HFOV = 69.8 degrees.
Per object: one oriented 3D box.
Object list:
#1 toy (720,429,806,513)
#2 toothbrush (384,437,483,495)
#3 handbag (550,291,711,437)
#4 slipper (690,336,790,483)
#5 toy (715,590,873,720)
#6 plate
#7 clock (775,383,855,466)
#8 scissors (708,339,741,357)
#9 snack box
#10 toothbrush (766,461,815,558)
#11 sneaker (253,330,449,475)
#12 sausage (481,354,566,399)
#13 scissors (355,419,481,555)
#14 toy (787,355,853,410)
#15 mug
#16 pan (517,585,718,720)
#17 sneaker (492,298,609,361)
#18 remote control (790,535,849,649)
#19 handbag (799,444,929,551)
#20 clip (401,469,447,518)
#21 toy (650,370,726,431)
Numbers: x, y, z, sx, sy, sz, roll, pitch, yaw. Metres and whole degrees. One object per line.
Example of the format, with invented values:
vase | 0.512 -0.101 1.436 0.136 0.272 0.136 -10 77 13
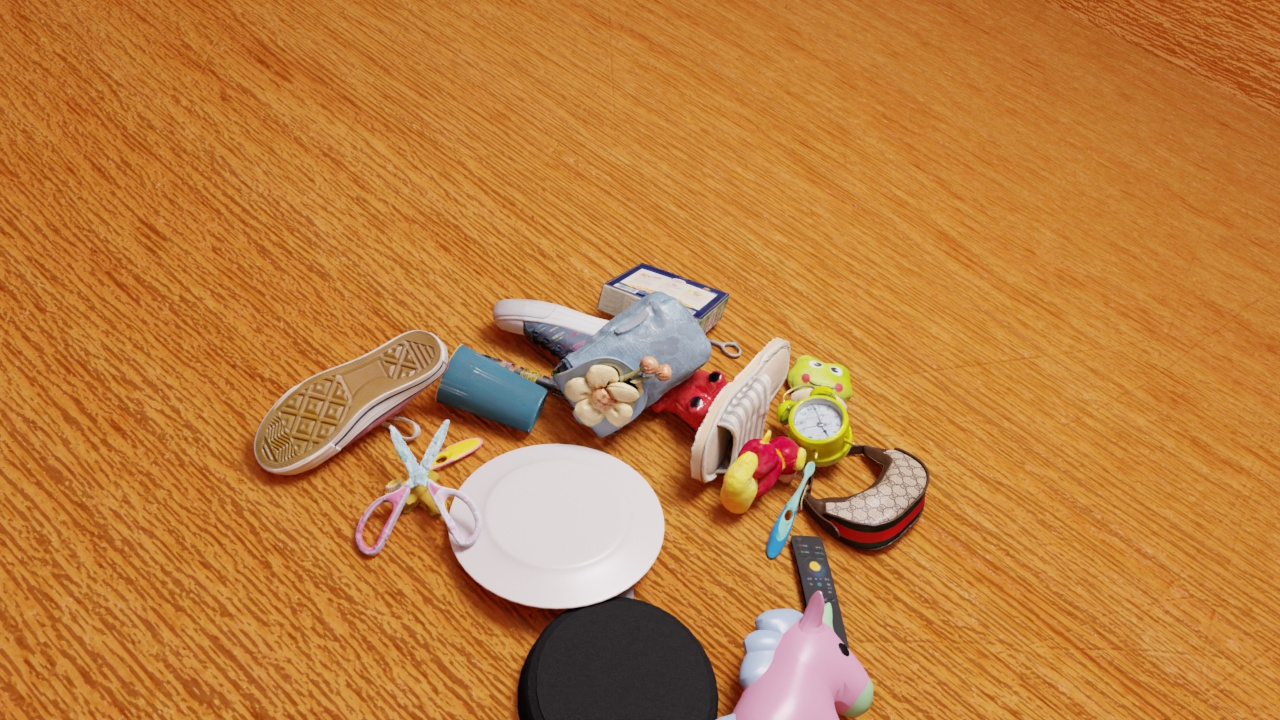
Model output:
toy | 0.146 0.128 1.115 0.067 0.106 0.137 34 39 32
toothbrush | -0.239 0.121 1.071 0.135 0.016 0.021 -30 57 -34
handbag | -0.007 0.007 1.123 0.192 0.118 0.122 -35 103 -3
slipper | 0.140 0.060 1.168 0.054 0.115 0.271 20 38 21
toy | 0.140 0.342 0.915 0.221 0.120 0.171 -16 64 -29
plate | -0.093 0.174 1.032 0.242 0.016 0.242 4 39 -3
clock | 0.223 0.080 1.181 0.083 0.057 0.119 -23 50 -3
scissors | 0.078 -0.043 1.312 0.141 0.014 0.174 17 45 -5
snack box | 0.034 -0.081 1.269 0.144 0.043 0.144 21 23 15
toothbrush | 0.183 0.181 1.115 0.022 0.017 0.135 28 66 3
sneaker | -0.327 0.053 1.064 0.240 0.088 0.118 -33 74 -12
sausage | -0.146 0.021 1.186 0.155 0.020 0.020 20 46 3
scissors | -0.233 0.146 1.006 0.168 0.014 0.170 20 67 12
toy | 0.244 0.044 1.256 0.092 0.043 0.117 17 49 5
mug | -0.180 0.040 1.127 0.121 0.078 0.078 24 46 0
pan | -0.019 0.276 0.972 0.204 0.044 0.354 8 48 -8
sneaker | -0.085 -0.018 1.214 0.235 0.087 0.079 15 75 -2
remote control | 0.204 0.268 1.057 0.041 0.020 0.151 5 46 -11
handbag | 0.277 0.165 1.154 0.166 0.063 0.138 -33 46 -31
clip | -0.242 0.157 1.037 0.045 0.048 0.054 -8 27 42
toy | 0.062 0.052 1.203 0.088 0.094 0.133 -48 43 -9
